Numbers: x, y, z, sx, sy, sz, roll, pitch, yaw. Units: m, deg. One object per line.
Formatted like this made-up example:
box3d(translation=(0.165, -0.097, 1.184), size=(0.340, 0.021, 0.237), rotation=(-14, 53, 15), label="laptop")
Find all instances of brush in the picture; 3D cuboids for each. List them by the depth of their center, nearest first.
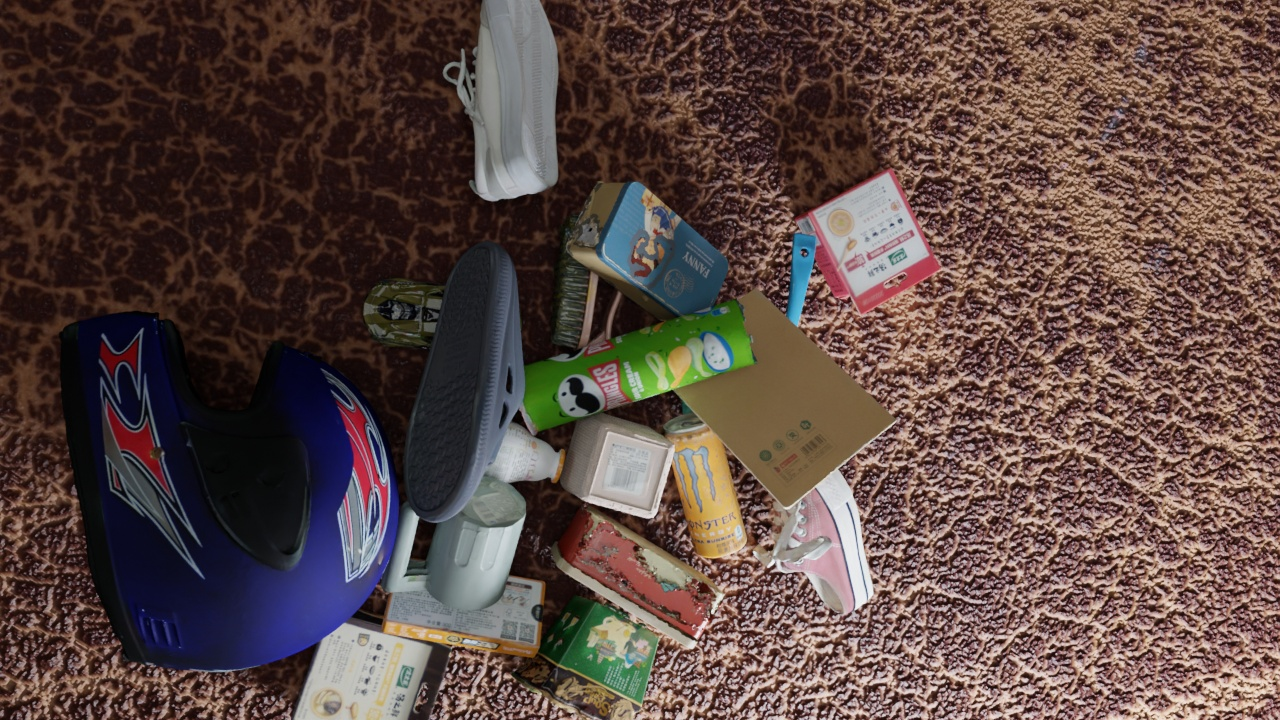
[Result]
box3d(translation=(-0.052, -0.078, 0.941), size=(0.073, 0.063, 0.145), rotation=(6, 90, -15), label="brush")
box3d(translation=(0.159, -0.010, 0.990), size=(0.083, 0.046, 0.254), rotation=(7, 94, -10), label="brush")

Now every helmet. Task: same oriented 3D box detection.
box3d(translation=(-0.339, 0.099, 0.795), size=(0.240, 0.248, 0.315), rotation=(-12, 82, -26), label="helmet")

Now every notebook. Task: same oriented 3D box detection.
box3d(translation=(0.131, 0.031, 0.925), size=(0.147, 0.008, 0.207), rotation=(-36, 64, -15), label="notebook")

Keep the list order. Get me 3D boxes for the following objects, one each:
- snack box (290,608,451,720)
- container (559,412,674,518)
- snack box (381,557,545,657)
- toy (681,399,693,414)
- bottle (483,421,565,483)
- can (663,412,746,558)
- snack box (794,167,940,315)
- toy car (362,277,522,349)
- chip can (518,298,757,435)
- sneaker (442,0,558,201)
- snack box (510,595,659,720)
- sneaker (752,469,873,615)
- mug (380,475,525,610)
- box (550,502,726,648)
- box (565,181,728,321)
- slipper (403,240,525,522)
box3d(translation=(-0.263, 0.313, 0.903), size=(0.125, 0.053, 0.113), rotation=(19, 86, -12), label="snack box")
box3d(translation=(-0.022, 0.105, 0.923), size=(0.090, 0.111, 0.090), rotation=(17, 86, -12), label="container")
box3d(translation=(-0.173, 0.245, 0.914), size=(0.153, 0.026, 0.075), rotation=(13, 43, -12), label="snack box")
box3d(translation=(0.068, 0.022, 0.985), size=(0.096, 0.030, 0.092), rotation=(-3, 96, -18), label="toy")
box3d(translation=(-0.132, 0.094, 0.924), size=(0.108, 0.063, 0.063), rotation=(16, 87, -11), label="bottle")
box3d(translation=(0.068, 0.130, 0.961), size=(0.058, 0.058, 0.146), rotation=(-17, 102, -12), label="can")
box3d(translation=(0.251, -0.129, 1.014), size=(0.113, 0.044, 0.127), rotation=(-29, 95, -11), label="snack box")
box3d(translation=(-0.196, -0.044, 0.922), size=(0.158, 0.042, 0.070), rotation=(4, 90, -15), label="toy car")
box3d(translation=(-0.005, 0.005, 0.908), size=(0.236, 0.072, 0.072), rotation=(-17, 94, 1), label="chip can")
box3d(translation=(-0.140, -0.272, 0.917), size=(0.091, 0.089, 0.242), rotation=(-12, 75, 27), label="sneaker")
box3d(translation=(-0.047, 0.304, 0.929), size=(0.118, 0.118, 0.105), rotation=(33, 72, -13), label="snack box")
box3d(translation=(0.171, 0.180, 0.957), size=(0.087, 0.118, 0.241), rotation=(-31, 116, -18), label="sneaker")
box3d(translation=(-0.177, 0.175, 0.878), size=(0.123, 0.083, 0.104), rotation=(3, 121, -30), label="mug")
box3d(translation=(0.001, 0.211, 0.939), size=(0.168, 0.091, 0.080), rotation=(33, 87, -11), label="box")
box3d(translation=(0.014, -0.101, 0.921), size=(0.184, 0.059, 0.089), rotation=(30, 78, -40), label="box")
box3d(translation=(-0.144, 0.020, 0.852), size=(0.083, 0.111, 0.267), rotation=(24, 63, -40), label="slipper")
